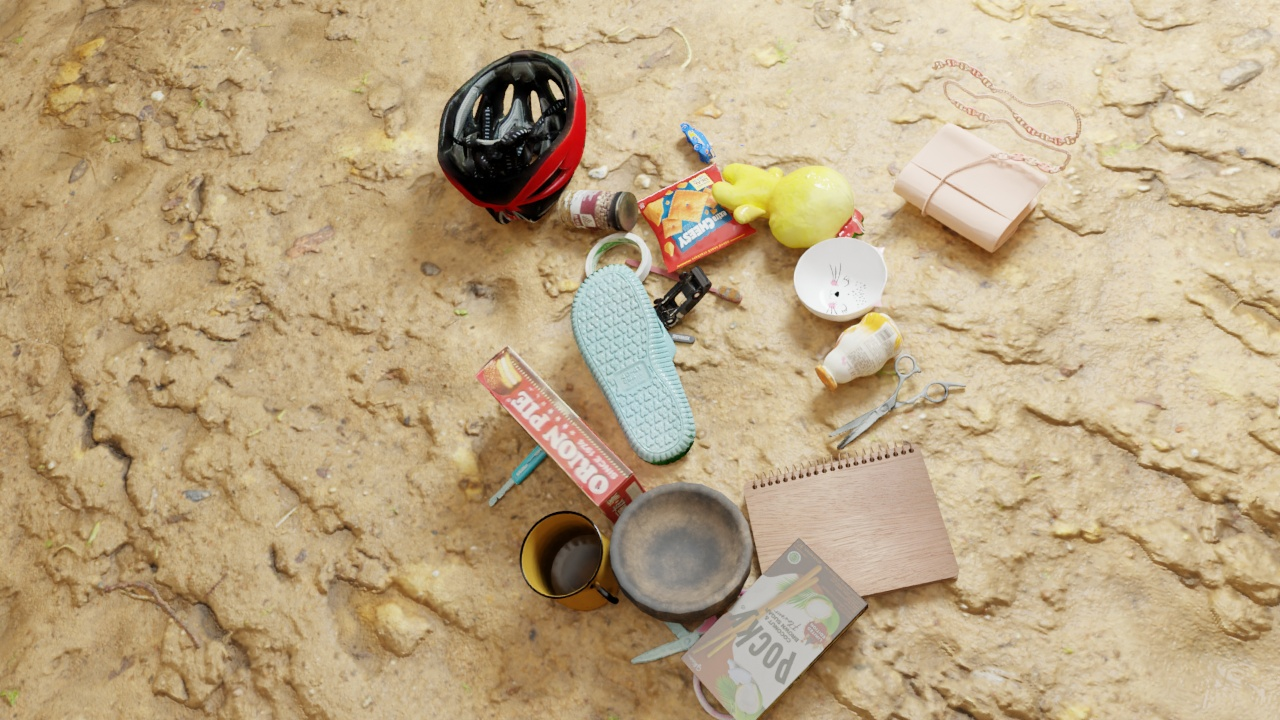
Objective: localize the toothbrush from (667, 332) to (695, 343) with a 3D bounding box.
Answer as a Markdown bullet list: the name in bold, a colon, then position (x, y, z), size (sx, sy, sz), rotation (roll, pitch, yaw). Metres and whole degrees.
- **toothbrush**: position (-0.006, -0.039, 1.245), size (0.167, 0.013, 0.012), rotation (9, 67, 17)

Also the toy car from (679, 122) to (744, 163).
- **toy car**: position (0.104, -0.325, 1.337), size (0.062, 0.033, 0.092), rotation (-32, 60, 7)

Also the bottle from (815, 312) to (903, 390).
- **bottle**: position (0.266, -0.009, 1.121), size (0.109, 0.063, 0.063), rotation (-37, 60, -4)

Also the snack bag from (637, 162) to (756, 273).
- **snack bag**: position (0.075, -0.199, 1.283), size (0.131, 0.039, 0.144), rotation (-25, 56, 4)

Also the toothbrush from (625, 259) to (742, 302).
- **toothbrush**: position (0.056, -0.113, 1.262), size (0.184, 0.016, 0.015), rotation (21, 74, 26)

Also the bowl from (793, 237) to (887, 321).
- **bowl**: position (0.256, -0.096, 1.173), size (0.115, 0.050, 0.114), rotation (-7, 63, 13)

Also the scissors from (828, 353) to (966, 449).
- **scissors**: position (0.308, 0.060, 1.103), size (0.120, 0.014, 0.159), rotation (28, 88, 9)

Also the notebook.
- **notebook**: position (0.236, 0.189, 1.058), size (0.210, 0.022, 0.169), rotation (-15, 63, 9)

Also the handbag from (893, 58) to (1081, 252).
- **handbag**: position (0.402, -0.250, 1.128), size (0.199, 0.187, 0.116), rotation (39, 73, 24)

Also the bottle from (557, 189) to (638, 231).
- **bottle**: position (-0.061, -0.215, 1.313), size (0.105, 0.056, 0.056), rotation (8, 67, 29)

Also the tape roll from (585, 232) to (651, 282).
- **tape roll**: position (-0.031, -0.136, 1.291), size (0.094, 0.018, 0.093), rotation (-9, 63, 18)

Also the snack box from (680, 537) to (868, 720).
- **snack box**: position (0.146, 0.298, 1.002), size (0.186, 0.032, 0.101), rotation (-44, 64, -5)

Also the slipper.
- **slipper**: position (-0.007, 0.007, 1.194), size (0.116, 0.069, 0.276), rotation (-25, 75, 4)

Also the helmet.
- **helmet**: position (-0.181, -0.332, 1.349), size (0.218, 0.167, 0.271), rotation (0, 65, 16)

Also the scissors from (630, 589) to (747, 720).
- **scissors**: position (0.072, 0.331, 1.040), size (0.170, 0.013, 0.174), rotation (-21, 60, 5)

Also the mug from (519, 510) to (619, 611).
- **mug**: position (-0.069, 0.245, 1.075), size (0.124, 0.094, 0.100), rotation (36, 80, 29)

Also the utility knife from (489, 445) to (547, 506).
- **utility knife**: position (-0.143, 0.136, 1.198), size (0.022, 0.015, 0.148), rotation (39, 83, 21)

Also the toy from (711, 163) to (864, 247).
- **toy**: position (0.199, -0.216, 1.226), size (0.208, 0.092, 0.133), rotation (15, 57, 25)

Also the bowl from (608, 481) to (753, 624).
- **bowl**: position (0.048, 0.226, 1.052), size (0.162, 0.070, 0.162), rotation (-5, 53, 6)

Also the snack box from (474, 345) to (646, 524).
- **snack box**: position (-0.097, 0.092, 1.134), size (0.060, 0.113, 0.236), rotation (-43, 68, -7)

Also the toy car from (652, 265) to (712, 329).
- **toy car**: position (0.056, -0.083, 1.227), size (0.092, 0.037, 0.040), rotation (-44, 59, 22)
